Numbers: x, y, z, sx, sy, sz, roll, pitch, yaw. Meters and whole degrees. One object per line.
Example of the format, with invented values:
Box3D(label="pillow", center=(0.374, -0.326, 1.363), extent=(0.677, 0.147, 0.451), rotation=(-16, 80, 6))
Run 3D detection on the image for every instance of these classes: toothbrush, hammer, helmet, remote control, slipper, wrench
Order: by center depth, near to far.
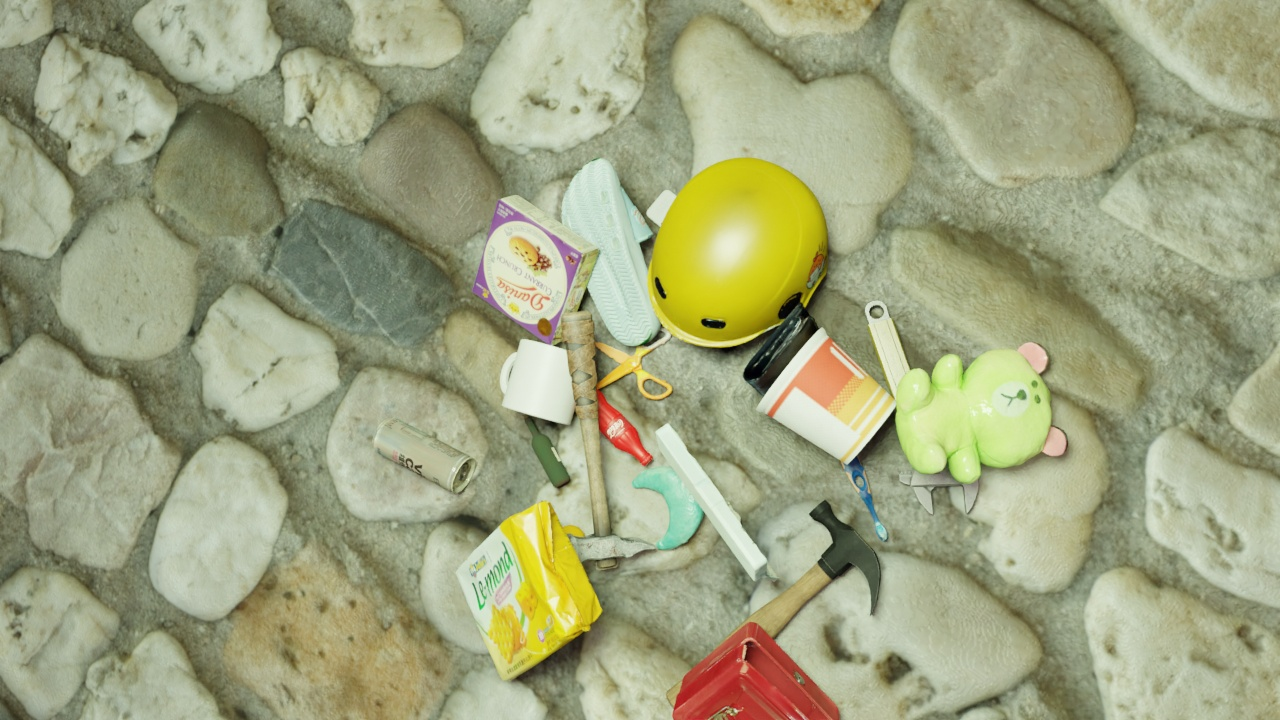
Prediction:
Box3D(label="helmet", center=(0.114, -0.143, 1.091), extent=(0.209, 0.140, 0.239), rotation=(35, 71, 17))
Box3D(label="hammer", center=(0.154, 0.318, 1.097), extent=(0.305, 0.040, 0.132), rotation=(-44, 71, 6))
Box3D(label="wrench", center=(0.326, 0.054, 1.097), extent=(0.084, 0.018, 0.273), rotation=(-18, 78, 12))
Box3D(label="toothbrush", center=(0.266, 0.153, 1.099), extent=(0.021, 0.017, 0.135), rotation=(-22, 77, 1))
Box3D(label="hammer", center=(-0.059, 0.099, 1.132), extent=(0.121, 0.049, 0.318), rotation=(-7, 91, -14))
Box3D(label="slipper", center=(-0.029, -0.138, 1.185), extent=(0.104, 0.074, 0.245), rotation=(-22, 87, 42))
Box3D(label="remote control", center=(0.073, -0.166, 1.201), extent=(0.146, 0.008, 0.045), rotation=(41, 93, 16))

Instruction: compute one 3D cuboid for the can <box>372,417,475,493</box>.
Box3D(label="can", center=(-0.292, 0.126, 1.232), extent=(0.136, 0.054, 0.054), rotation=(25, 89, 17))

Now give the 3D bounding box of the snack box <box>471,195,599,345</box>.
Box3D(label="snack box", center=(-0.139, -0.117, 1.197), extent=(0.143, 0.040, 0.148), rotation=(34, 123, 18))

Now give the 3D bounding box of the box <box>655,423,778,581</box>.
Box3D(label="box", center=(0.088, 0.170, 1.068), extent=(0.041, 0.134, 0.197), rotation=(-34, 65, -4))

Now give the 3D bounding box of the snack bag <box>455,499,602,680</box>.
Box3D(label="snack bag", center=(-0.135, 0.280, 1.106), extent=(0.248, 0.068, 0.159), rotation=(-46, 64, 48))

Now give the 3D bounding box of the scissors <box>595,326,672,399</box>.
Box3D(label="scissors", center=(-0.006, -0.001, 1.196), extent=(0.125, 0.011, 0.128), rotation=(29, 88, 16))

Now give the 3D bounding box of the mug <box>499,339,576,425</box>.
Box3D(label="mug", center=(-0.135, 0.025, 1.190), extent=(0.121, 0.091, 0.090), rotation=(13, 85, 33))

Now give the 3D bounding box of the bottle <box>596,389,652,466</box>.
Box3D(label="bottle", center=(-0.030, 0.088, 1.177), extent=(0.036, 0.036, 0.119), rotation=(-46, 74, 4))

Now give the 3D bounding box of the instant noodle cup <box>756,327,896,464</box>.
Box3D(label="instant noodle cup", center=(0.222, 0.048, 1.076), extent=(0.121, 0.123, 0.123), rotation=(39, 93, 11))

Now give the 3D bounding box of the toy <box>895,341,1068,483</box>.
Box3D(label="toy", center=(0.374, 0.062, 1.031), extent=(0.196, 0.107, 0.150), rotation=(-2, 72, -22))

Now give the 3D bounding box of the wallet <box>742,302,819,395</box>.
Box3D(label="wallet", center=(0.174, -0.010, 1.111), extent=(0.026, 0.089, 0.115), rotation=(41, 94, 22))

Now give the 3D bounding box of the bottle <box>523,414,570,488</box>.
Box3D(label="bottle", center=(-0.126, 0.117, 1.204), extent=(0.025, 0.025, 0.106), rotation=(-33, 75, 8))

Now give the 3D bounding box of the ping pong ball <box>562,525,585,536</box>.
Box3D(label="ping pong ball", center=(-0.090, 0.230, 1.170), extent=(0.040, 0.040, 0.040), rotation=(-2, 81, 14))

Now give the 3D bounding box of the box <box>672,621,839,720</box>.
Box3D(label="box", center=(0.133, 0.398, 1.042), extent=(0.129, 0.092, 0.157), rotation=(-43, 94, 15))

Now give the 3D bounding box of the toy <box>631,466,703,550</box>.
Box3D(label="toy", center=(0.040, 0.178, 1.150), extent=(0.085, 0.033, 0.105), rotation=(-30, 73, 23))
